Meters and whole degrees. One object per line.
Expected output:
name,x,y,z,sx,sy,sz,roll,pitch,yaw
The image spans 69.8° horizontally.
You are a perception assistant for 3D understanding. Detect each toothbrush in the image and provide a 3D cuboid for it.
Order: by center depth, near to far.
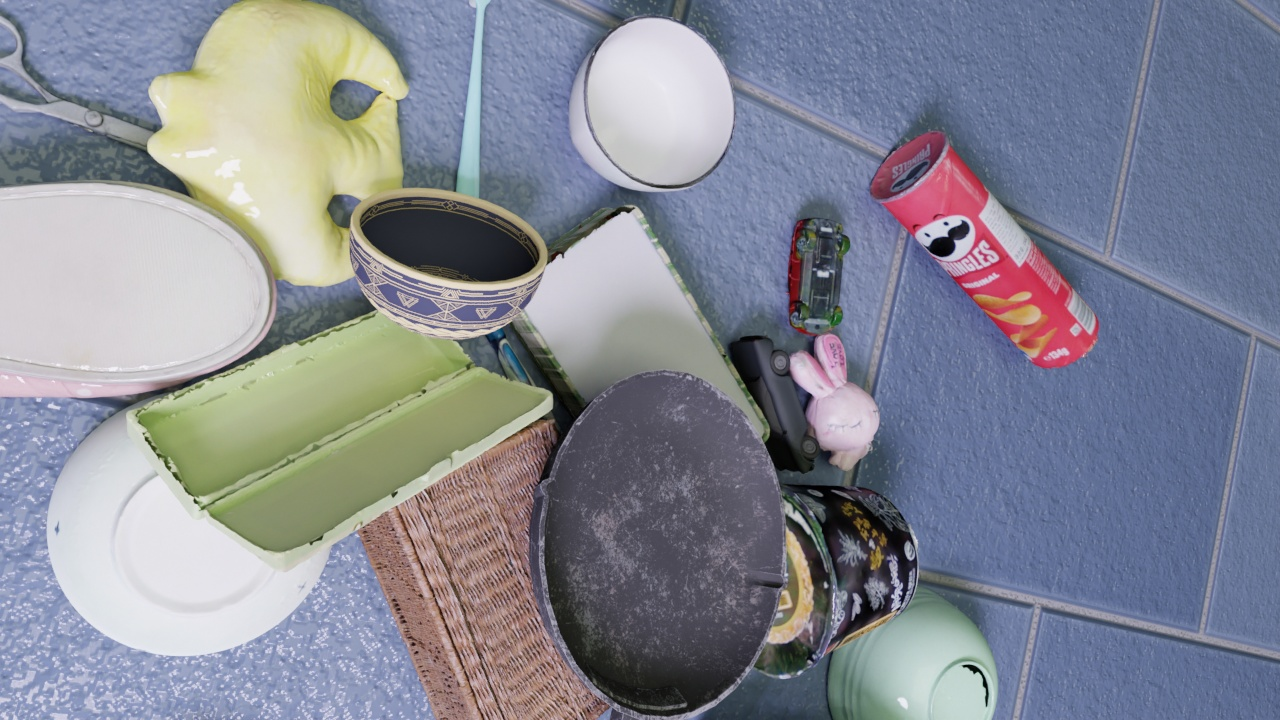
toothbrush,-0.111,-0.168,0.605,0.016,0.017,0.180,4,91,-28
toothbrush,-0.093,-0.013,0.614,0.016,0.017,0.189,-34,104,-26

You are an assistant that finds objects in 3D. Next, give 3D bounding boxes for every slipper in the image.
slipper,-0.333,-0.037,0.474,0.274,0.054,0.114,0,94,-15

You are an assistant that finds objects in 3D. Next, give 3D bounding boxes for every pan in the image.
pan,-0.004,0.178,0.524,0.207,0.040,0.356,30,65,-36

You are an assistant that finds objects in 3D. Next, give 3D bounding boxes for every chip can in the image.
chip can,0.295,-0.087,0.774,0.233,0.073,0.073,40,74,-22

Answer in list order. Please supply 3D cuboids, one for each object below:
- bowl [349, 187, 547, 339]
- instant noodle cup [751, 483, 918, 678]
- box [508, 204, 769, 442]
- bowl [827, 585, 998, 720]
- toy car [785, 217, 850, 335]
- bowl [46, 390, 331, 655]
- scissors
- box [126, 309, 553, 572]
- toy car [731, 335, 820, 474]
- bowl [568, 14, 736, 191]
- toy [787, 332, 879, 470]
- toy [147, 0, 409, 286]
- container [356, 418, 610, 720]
bowl,-0.117,-0.049,0.545,0.112,0.112,0.061,2,126,-26
instant noodle cup,0.126,0.149,0.668,0.112,0.137,0.137,-2,92,-36
box,-0.004,0.004,0.642,0.117,0.050,0.205,-39,106,-18
bowl,0.234,0.266,0.746,0.150,0.077,0.151,-1,92,-26
toy car,0.135,-0.065,0.714,0.042,0.036,0.091,2,89,-27
bowl,-0.244,0.093,0.511,0.153,0.073,0.153,0,90,-28
scissors,-0.319,-0.130,0.502,0.170,0.014,0.094,42,65,-18
box,-0.157,0.035,0.505,0.187,0.141,0.044,-33,143,-45
toy car,0.099,0.034,0.693,0.034,0.046,0.112,-25,100,-25
bowl,0.001,-0.170,0.631,0.116,0.066,0.116,0,91,-26
toy,0.154,0.034,0.720,0.063,0.047,0.110,-33,101,-31
toy,-0.204,-0.129,0.532,0.154,0.065,0.170,-2,95,-46
container,-0.090,0.134,0.564,0.112,0.114,0.198,-26,103,-28
